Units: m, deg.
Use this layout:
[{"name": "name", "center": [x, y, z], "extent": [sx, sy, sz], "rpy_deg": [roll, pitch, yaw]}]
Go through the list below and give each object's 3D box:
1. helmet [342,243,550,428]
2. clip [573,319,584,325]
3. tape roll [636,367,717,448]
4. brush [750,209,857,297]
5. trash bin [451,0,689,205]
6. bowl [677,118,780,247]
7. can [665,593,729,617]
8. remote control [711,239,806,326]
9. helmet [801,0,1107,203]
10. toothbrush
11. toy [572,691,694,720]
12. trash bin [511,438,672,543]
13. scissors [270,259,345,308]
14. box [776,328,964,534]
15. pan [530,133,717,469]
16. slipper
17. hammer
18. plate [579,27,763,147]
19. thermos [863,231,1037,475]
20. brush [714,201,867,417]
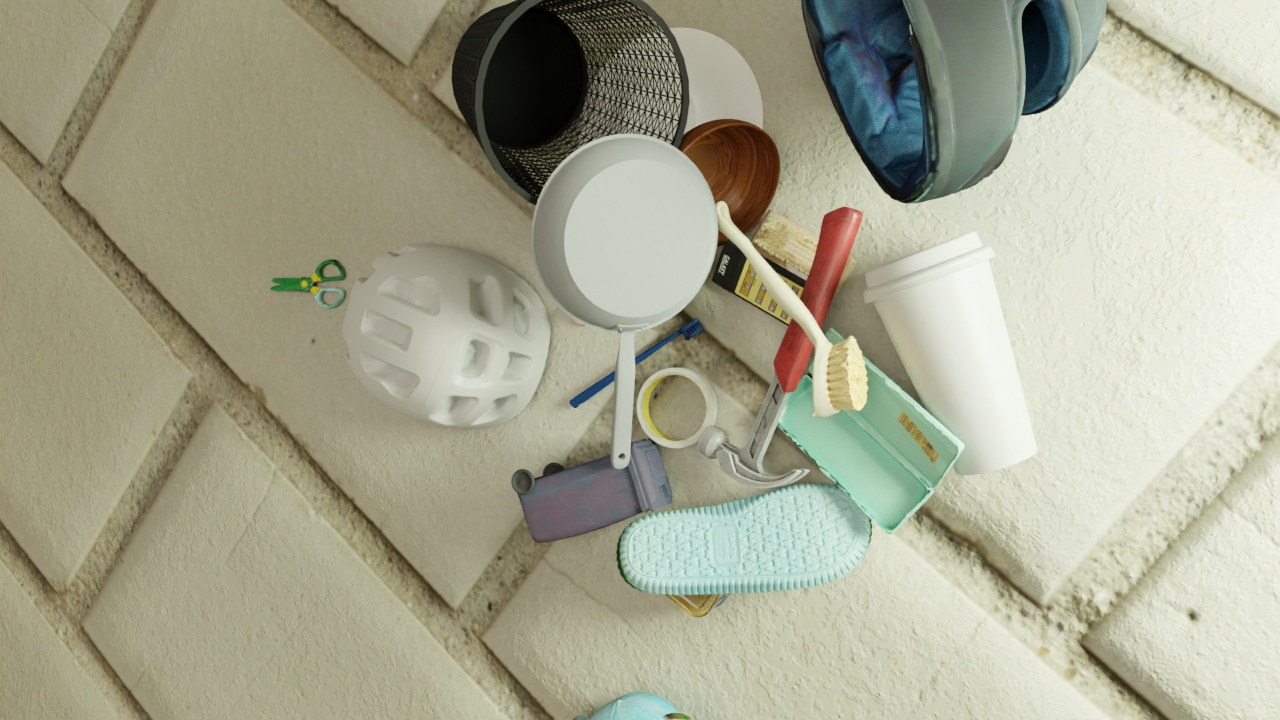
[{"name": "helmet", "center": [-0.262, -0.037, 1.147], "extent": [0.282, 0.183, 0.224], "rpy_deg": [29, 96, 39]}, {"name": "clip", "center": [-0.057, -0.060, 1.100], "extent": [0.060, 0.044, 0.023], "rpy_deg": [-31, 82, 32]}, {"name": "tape roll", "center": [0.042, 0.055, 1.069], "extent": [0.094, 0.019, 0.094], "rpy_deg": [0, 90, 22]}, {"name": "brush", "center": [0.175, -0.119, 1.007], "extent": [0.117, 0.039, 0.049], "rpy_deg": [34, 101, 15]}, {"name": "trash bin", "center": [-0.098, -0.290, 0.983], "extent": [0.217, 0.216, 0.243], "rpy_deg": [-62, 30, 10]}, {"name": "bowl", "center": [0.073, -0.203, 1.006], "extent": [0.147, 0.147, 0.069], "rpy_deg": [-51, 45, 14]}, {"name": "can", "center": [0.053, 0.243, 1.044], "extent": [0.100, 0.059, 0.054], "rpy_deg": [34, 101, 17]}, {"name": "remote control", "center": [0.144, -0.080, 1.017], "extent": [0.133, 0.013, 0.058], "rpy_deg": [32, 133, 19]}, {"name": "helmet", "center": [0.304, -0.324, 0.851], "extent": [0.235, 0.249, 0.316], "rpy_deg": [-18, 82, -9]}, {"name": "toothbrush", "center": [-0.006, 0.006, 1.090], "extent": [0.190, 0.016, 0.017], "rpy_deg": [-33, 85, 18]}, {"name": "toy", "center": [0.002, 0.469, 1.044], "extent": [0.184, 0.114, 0.180], "rpy_deg": [-15, 96, 30]}, {"name": "trash bin", "center": [-0.052, 0.148, 1.068], "extent": [0.161, 0.093, 0.092], "rpy_deg": [-20, 83, 17]}, {"name": "scissors", "center": [-0.461, -0.099, 1.270], "extent": [0.131, 0.014, 0.071], "rpy_deg": [-6, 88, 20]}, {"name": "box", "center": [0.233, 0.072, 0.957], "extent": [0.187, 0.057, 0.138], "rpy_deg": [48, 117, 28]}, {"name": "pan", "center": [-0.011, -0.048, 0.941], "extent": [0.200, 0.051, 0.357], "rpy_deg": [-4, 106, -20]}, {"name": "slipper", "center": [0.112, 0.202, 0.994], "extent": [0.276, 0.069, 0.115], "rpy_deg": [-8, 58, 5]}, {"name": "hammer", "center": [0.165, -0.010, 0.971], "extent": [0.126, 0.036, 0.316], "rpy_deg": [33, 110, 38]}, {"name": "plate", "center": [0.027, -0.277, 1.069], "extent": [0.230, 0.030, 0.229], "rpy_deg": [0, 90, 21]}, {"name": "thermos", "center": [0.315, -0.004, 0.913], "extent": [0.132, 0.131, 0.222], "rpy_deg": [-20, 90, 20]}, {"name": "brush", "center": [0.146, -0.059, 0.932], "extent": [0.077, 0.062, 0.272], "rpy_deg": [-34, 68, 12]}]
